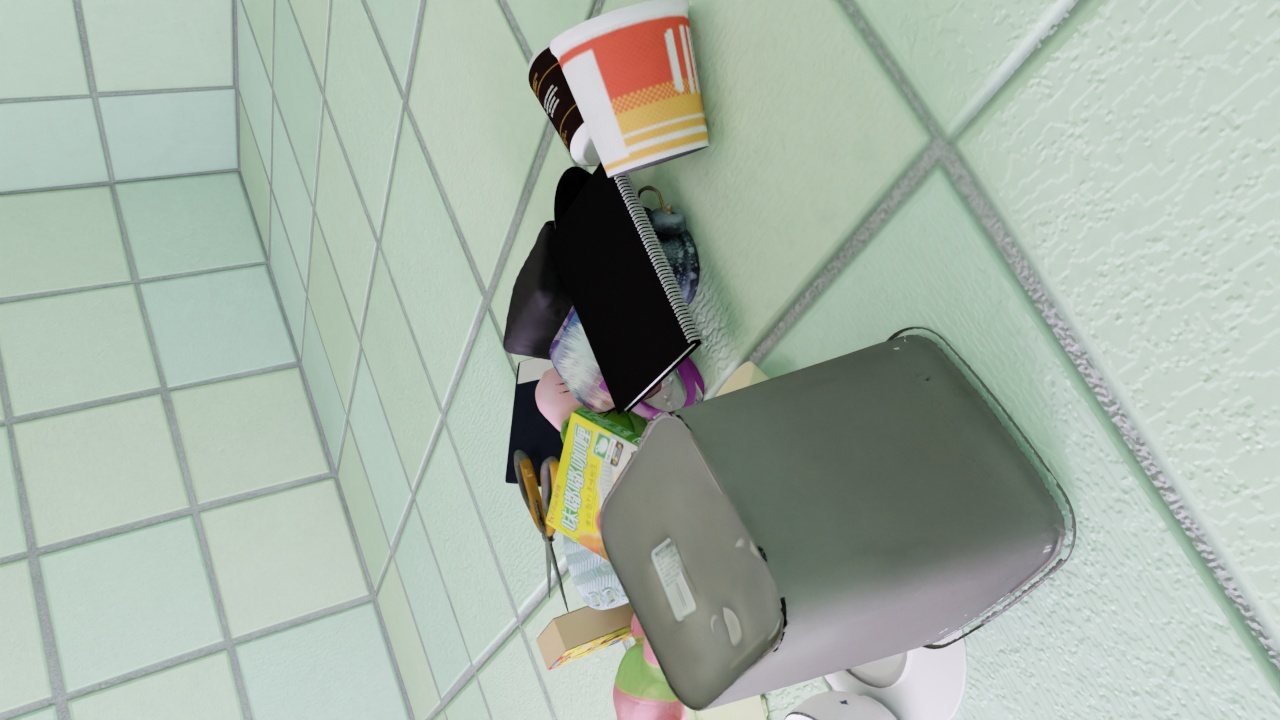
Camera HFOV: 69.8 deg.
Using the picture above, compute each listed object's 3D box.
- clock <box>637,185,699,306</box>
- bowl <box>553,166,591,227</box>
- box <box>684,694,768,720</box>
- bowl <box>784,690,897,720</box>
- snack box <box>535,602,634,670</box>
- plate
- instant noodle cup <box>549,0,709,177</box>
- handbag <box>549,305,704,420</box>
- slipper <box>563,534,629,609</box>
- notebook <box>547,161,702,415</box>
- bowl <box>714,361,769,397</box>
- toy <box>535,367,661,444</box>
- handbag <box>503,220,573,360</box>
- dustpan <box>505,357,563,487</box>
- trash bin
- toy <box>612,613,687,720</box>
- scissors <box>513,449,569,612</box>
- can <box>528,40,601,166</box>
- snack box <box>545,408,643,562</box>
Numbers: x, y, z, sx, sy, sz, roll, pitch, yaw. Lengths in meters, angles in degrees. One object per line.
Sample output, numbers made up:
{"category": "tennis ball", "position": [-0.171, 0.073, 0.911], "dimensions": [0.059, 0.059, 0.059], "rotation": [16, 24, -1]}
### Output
{"category": "clock", "position": [0.015, -0.104, 0.890], "dimensions": [0.090, 0.052, 0.129], "rotation": [15, 110, 58]}
{"category": "bowl", "position": [-0.040, -0.144, 0.965], "dimensions": [0.124, 0.052, 0.124], "rotation": [32, 129, 52]}
{"category": "box", "position": [0.088, 0.359, 0.965], "dimensions": [0.083, 0.091, 0.188], "rotation": [-17, -86, -84]}
{"category": "bowl", "position": [0.179, 0.319, 0.751], "dimensions": [0.113, 0.063, 0.114], "rotation": [40, 148, 32]}
{"category": "snack box", "position": [-0.053, 0.323, 1.111], "dimensions": [0.040, 0.125, 0.088], "rotation": [64, 149, 22]}
{"category": "plate", "position": [0.181, 0.210, 0.762], "dimensions": [0.209, 0.015, 0.209], "rotation": [33, 129, 52]}
{"category": "instant noodle cup", "position": [-0.001, -0.233, 0.802], "dimensions": [0.124, 0.123, 0.121], "rotation": [0, 109, 61]}
{"category": "handbag", "position": [-0.006, 0.005, 0.944], "dimensions": [0.170, 0.068, 0.145], "rotation": [36, 101, 33]}
{"category": "slipper", "position": [0.001, 0.216, 1.030], "dimensions": [0.246, 0.074, 0.104], "rotation": [-25, 75, 45]}
{"category": "notebook", "position": [-0.021, -0.072, 0.883], "dimensions": [0.149, 0.016, 0.206], "rotation": [-46, 61, 49]}
{"category": "bowl", "position": [0.095, 0.070, 0.786], "dimensions": [0.074, 0.117, 0.118], "rotation": [31, 146, -5]}
{"category": "toy", "position": [-0.041, 0.094, 1.005], "dimensions": [0.191, 0.087, 0.238], "rotation": [-54, 49, 33]}
{"category": "handbag", "position": [-0.090, -0.079, 1.075], "dimensions": [0.154, 0.114, 0.125], "rotation": [127, 147, -59]}
{"category": "dustpan", "position": [-0.097, 0.131, 1.201], "dimensions": [0.237, 0.080, 0.273], "rotation": [-12, 71, 61]}
{"category": "trash bin", "position": [0.114, 0.109, 0.609], "dimensions": [0.197, 0.219, 0.198], "rotation": [61, 142, 28]}
{"category": "toy", "position": [0.017, 0.403, 1.029], "dimensions": [0.192, 0.097, 0.236], "rotation": [-164, 77, -84]}
{"category": "scissors", "position": [-0.115, 0.190, 1.113], "dimensions": [0.226, 0.016, 0.225], "rotation": [115, 140, -54]}
{"category": "can", "position": [-0.061, -0.262, 0.933], "dimensions": [0.128, 0.071, 0.072], "rotation": [60, 148, 27]}
{"category": "snack box", "position": [-0.012, 0.140, 0.909], "dimensions": [0.168, 0.027, 0.132], "rotation": [25, 112, 29]}
